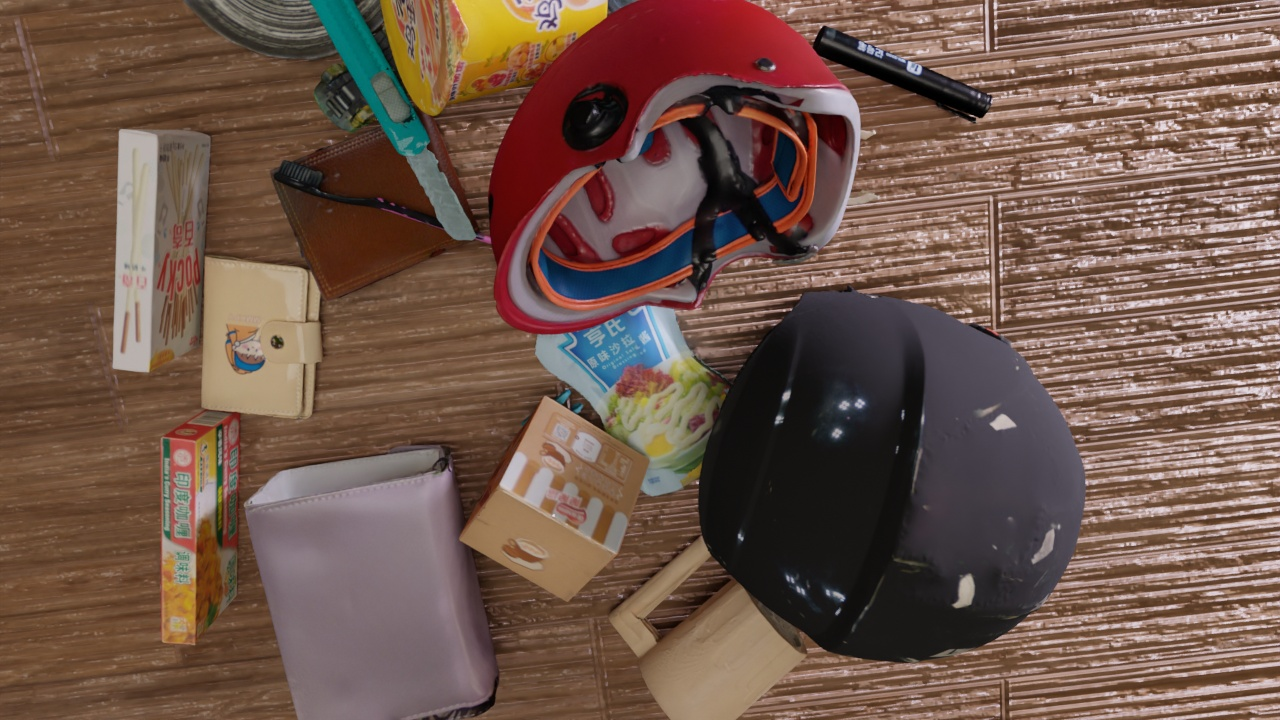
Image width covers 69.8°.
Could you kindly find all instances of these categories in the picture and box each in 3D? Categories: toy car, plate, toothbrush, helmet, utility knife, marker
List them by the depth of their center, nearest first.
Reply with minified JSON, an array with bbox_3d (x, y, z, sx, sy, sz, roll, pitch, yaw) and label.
[{"bbox_3d":[0.005,-0.127,0.569,0.240,0.207,0.143,-24,66,7],"label":"helmet"},{"bbox_3d":[-0.165,-0.174,0.602,0.029,0.013,0.216,-30,95,-7],"label":"utility knife"},{"bbox_3d":[-0.232,-0.293,0.608,0.179,0.024,0.179,0,104,0],"label":"plate"},{"bbox_3d":[0.175,0.085,0.614,0.274,0.230,0.234,9,105,-24],"label":"helmet"},{"bbox_3d":[-0.177,-0.194,0.624,0.091,0.036,0.043,-40,95,-2],"label":"toy car"},{"bbox_3d":[-0.158,-0.103,0.629,0.189,0.014,0.017,17,85,-3],"label":"toothbrush"},{"bbox_3d":[0.183,-0.200,0.643,0.132,0.020,0.022,20,131,-7],"label":"marker"}]

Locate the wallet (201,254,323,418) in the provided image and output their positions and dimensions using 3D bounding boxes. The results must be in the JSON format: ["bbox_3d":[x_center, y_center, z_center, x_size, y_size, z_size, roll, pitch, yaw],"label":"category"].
[{"bbox_3d":[-0.277,-0.015,0.672,0.087,0.024,0.115,7,102,-4],"label":"wallet"}]

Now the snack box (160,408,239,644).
[{"bbox_3d":[-0.323,0.120,0.675,0.027,0.077,0.156,6,103,-3],"label":"snack box"}]

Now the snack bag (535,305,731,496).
[{"bbox_3d":[-0.004,0.004,0.678,0.110,0.038,0.191,-32,101,17],"label":"snack bag"}]

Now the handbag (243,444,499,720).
[{"bbox_3d":[-0.191,0.171,0.680,0.145,0.098,0.197,-8,102,2],"label":"handbag"}]

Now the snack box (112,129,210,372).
[{"bbox_3d":[-0.325,-0.077,0.624,0.027,0.084,0.157,8,103,-5],"label":"snack box"}]

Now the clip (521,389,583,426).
[{"bbox_3d":[-0.066,0.041,0.686,0.043,0.014,0.057,46,125,-9],"label":"clip"}]

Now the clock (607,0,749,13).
[{"bbox_3d":[0.028,-0.287,0.582,0.117,0.059,0.159,17,117,-10],"label":"clock"}]

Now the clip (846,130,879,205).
[{"bbox_3d":[0.123,-0.145,0.648,0.103,0.035,0.093,18,106,2],"label":"clip"}]

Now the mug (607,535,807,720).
[{"bbox_3d":[0.052,0.213,0.713,0.103,0.084,0.124,-43,74,6],"label":"mug"}]

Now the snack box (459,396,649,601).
[{"bbox_3d":[-0.060,0.099,0.656,0.093,0.094,0.077,32,130,-9],"label":"snack box"}]

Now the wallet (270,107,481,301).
[{"bbox_3d":[-0.186,-0.111,0.649,0.124,0.032,0.101,-22,100,3],"label":"wallet"}]

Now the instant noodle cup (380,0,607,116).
[{"bbox_3d":[-0.091,-0.228,0.565,0.109,0.138,0.138,-15,105,-25],"label":"instant noodle cup"}]
